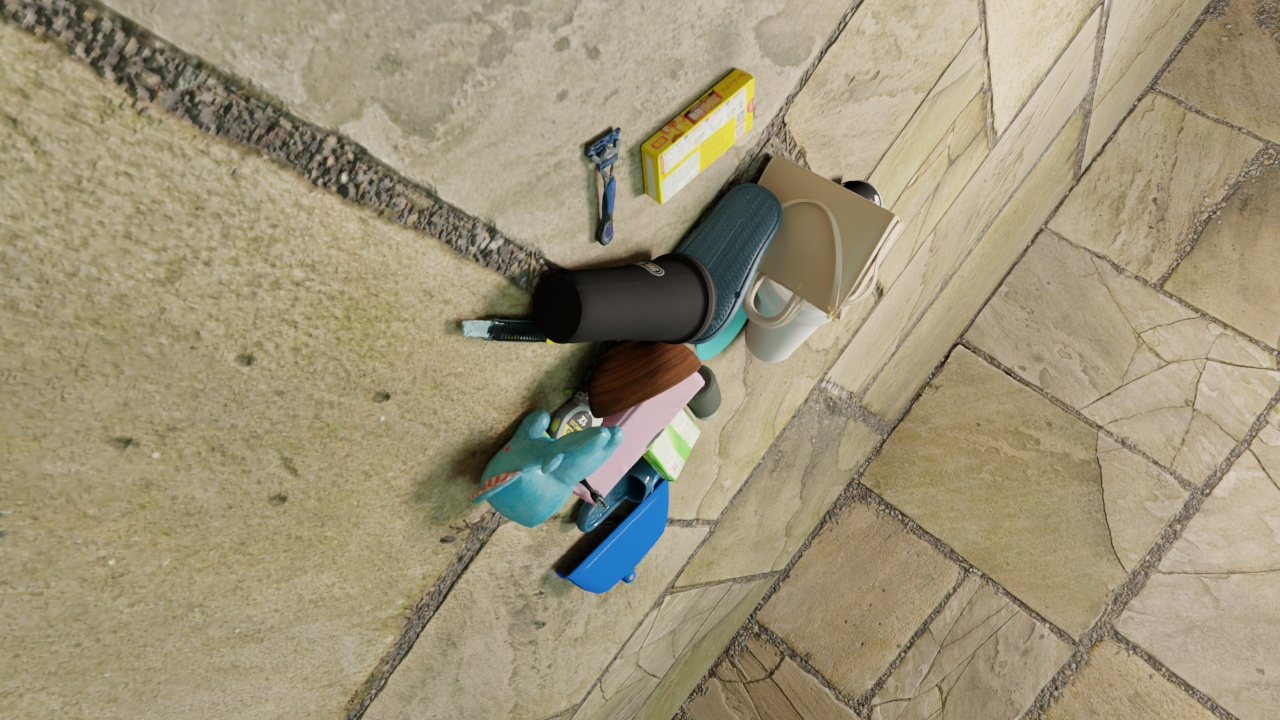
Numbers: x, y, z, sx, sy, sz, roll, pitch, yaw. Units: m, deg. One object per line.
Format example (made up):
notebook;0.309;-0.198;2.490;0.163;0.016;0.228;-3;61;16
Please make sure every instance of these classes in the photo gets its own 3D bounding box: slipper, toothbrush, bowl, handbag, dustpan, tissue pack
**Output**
slipper;-0.012;0.189;1.397;0.213;0.059;0.104;-41;156;-20
toothbrush;-0.086;0.138;1.164;0.014;0.017;0.188;-40;132;-6
slipper;0.094;-0.121;1.123;0.213;0.104;0.059;-59;178;-2
bowl;0.100;-0.063;1.258;0.120;0.046;0.121;-40;154;-25
bowl;-0.007;0.006;1.115;0.147;0.069;0.147;-26;-174;3
handbag;0.201;-0.129;1.161;0.198;0.195;0.101;-60;159;8
dustpan;-0.028;0.324;1.557;0.245;0.059;0.258;-43;145;-20
tissue pack;0.042;0.114;1.357;0.099;0.034;0.114;-60;137;-22

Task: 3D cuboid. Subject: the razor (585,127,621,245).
razor;-0.032;-0.165;0.913;0.043;0.018;0.141;-40;154;-27

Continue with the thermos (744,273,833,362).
thermos;0.215;-0.076;1.343;0.131;0.131;0.222;-43;168;-20

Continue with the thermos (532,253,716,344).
thermos;-0.015;-0.063;0.997;0.218;0.106;0.106;-9;132;-50

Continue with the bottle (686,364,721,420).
bottle;0.090;0.051;1.384;0.060;0.060;0.108;-47;156;-11

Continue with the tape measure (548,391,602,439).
tape measure;-0.082;0.078;1.147;0.065;0.017;0.064;-51;141;-12

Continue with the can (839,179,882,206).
can;0.288;-0.208;1.352;0.145;0.080;0.080;-34;150;-35

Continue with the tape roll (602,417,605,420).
tape roll;-0.019;0.080;1.278;0.093;0.019;0.094;-40;153;-26

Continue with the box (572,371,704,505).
box;-0.014;0.088;1.231;0.233;0.041;0.098;-49;141;1

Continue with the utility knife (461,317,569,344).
utility knife;-0.120;-0.032;0.940;0.197;0.020;0.029;-1;124;-62

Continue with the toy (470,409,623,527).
toy;-0.107;0.113;1.060;0.181;0.115;0.183;-37;163;21

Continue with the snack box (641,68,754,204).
snack box;0.063;-0.238;0.974;0.152;0.025;0.075;-43;155;-20
